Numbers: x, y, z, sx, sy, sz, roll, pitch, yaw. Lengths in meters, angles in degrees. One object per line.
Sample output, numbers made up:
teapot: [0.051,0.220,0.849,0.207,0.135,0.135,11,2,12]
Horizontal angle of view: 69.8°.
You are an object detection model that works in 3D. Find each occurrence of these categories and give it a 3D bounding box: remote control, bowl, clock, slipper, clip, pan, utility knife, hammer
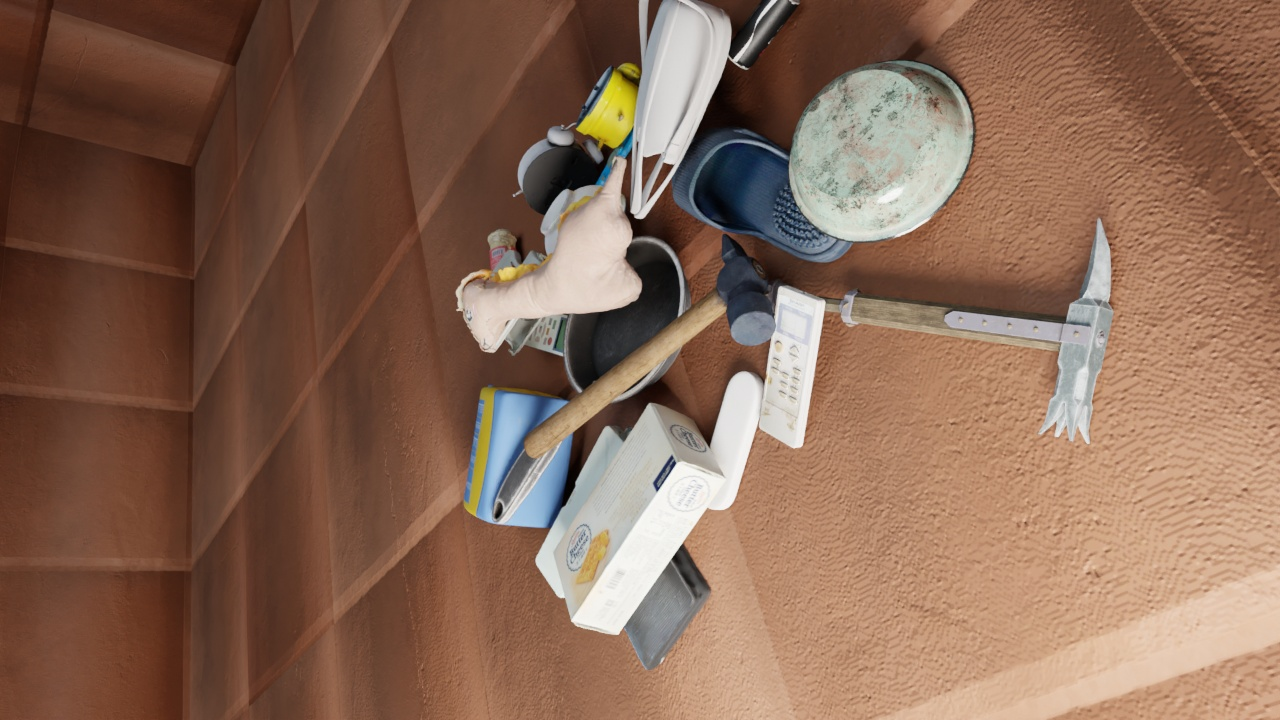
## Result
remote control: [0.131,0.006,0.803,0.050,0.011,0.136,31,121,51]
bowl: [0.184,-0.176,0.741,0.158,0.038,0.157,-9,74,33]
clock: [-0.096,-0.234,1.119,0.123,0.094,0.035,-54,40,22]
slipper: [0.095,-0.167,0.861,0.264,0.082,0.101,37,109,49]
clip: [-0.141,-0.077,1.149,0.126,0.096,0.152,-52,19,15]
pan: [-0.059,0.030,0.997,0.187,0.055,0.357,39,104,48]
bowl: [-0.075,-0.157,1.063,0.118,0.062,0.117,-46,25,29]
remote control: [-0.114,-0.036,1.153,0.143,0.024,0.049,16,90,54]
utility knife: [-0.035,-0.229,1.101,0.179,0.015,0.031,-57,31,29]
remote control: [0.087,0.077,0.873,0.043,0.013,0.136,25,103,52]
hammer: [-0.005,0.005,0.900,0.323,0.040,0.129,-38,37,28]
hammer: [0.210,-0.041,0.724,0.317,0.028,0.147,14,94,53]
clock: [-0.032,-0.301,1.068,0.084,0.057,0.118,-46,23,44]

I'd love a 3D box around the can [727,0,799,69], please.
can: [0.120,-0.329,0.904,0.081,0.031,0.031,-48,47,35]

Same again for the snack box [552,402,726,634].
snack box: [-0.007,0.156,0.905,0.208,0.057,0.104,-58,29,19]

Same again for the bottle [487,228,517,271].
bottle: [-0.185,-0.124,1.252,0.044,0.044,0.109,-32,57,45]

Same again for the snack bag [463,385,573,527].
snack bag: [-0.168,0.112,1.137,0.205,0.102,0.159,5,86,63]

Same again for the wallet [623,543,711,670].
wallet: [0.016,0.239,0.918,0.115,0.026,0.089,-60,43,25]

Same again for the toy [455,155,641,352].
toy: [-0.107,-0.109,1.014,0.265,0.065,0.196,-2,91,38]

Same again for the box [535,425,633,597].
box: [-0.049,0.168,1.004,0.199,0.066,0.083,-64,22,18]

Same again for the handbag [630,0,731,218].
handbag: [0.019,-0.251,0.930,0.215,0.095,0.223,-99,25,-70]
